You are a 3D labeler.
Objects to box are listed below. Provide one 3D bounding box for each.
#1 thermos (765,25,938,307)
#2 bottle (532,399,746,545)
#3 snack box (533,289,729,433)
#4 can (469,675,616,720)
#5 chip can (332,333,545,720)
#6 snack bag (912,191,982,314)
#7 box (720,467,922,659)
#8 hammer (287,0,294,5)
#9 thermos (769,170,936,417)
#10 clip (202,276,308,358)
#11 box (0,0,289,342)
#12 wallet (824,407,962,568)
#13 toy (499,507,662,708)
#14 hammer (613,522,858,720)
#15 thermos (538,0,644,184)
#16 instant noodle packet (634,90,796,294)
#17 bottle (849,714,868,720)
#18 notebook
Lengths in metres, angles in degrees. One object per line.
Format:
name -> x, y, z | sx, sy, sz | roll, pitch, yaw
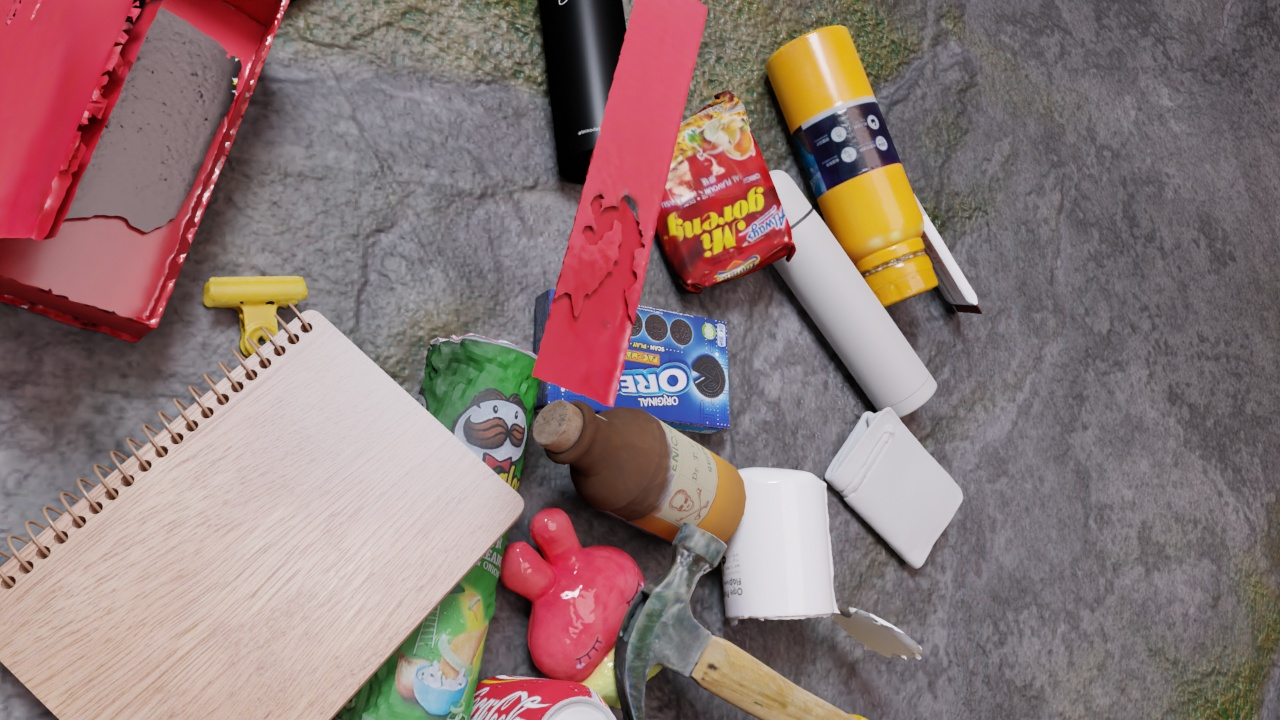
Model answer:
thermos -> 0.188, -0.162, 0.785 | 0.091, 0.076, 0.232 | -19, 86, -38
bottle -> -0.003, 0.067, 0.574 | 0.157, 0.068, 0.067 | 34, 59, -41
snack box -> -0.004, 0.004, 0.642 | 0.150, 0.027, 0.082 | 8, 73, -31
can -> -0.058, 0.207, 0.499 | 0.064, 0.105, 0.064 | 10, 71, -30
chip can -> -0.110, 0.099, 0.517 | 0.075, 0.076, 0.222 | 21, 66, -26
snack bag -> 0.260, -0.109, 0.832 | 0.013, 0.057, 0.158 | -33, 96, 1
box -> 0.125, 0.145, 0.641 | 0.143, 0.083, 0.137 | 4, 75, -19
hammer -> -0.213, -0.251, 0.584 | 0.127, 0.029, 0.322 | 49, 57, -11
thermos -> 0.158, -0.054, 0.747 | 0.052, 0.052, 0.224 | -43, 101, -34
clip -> -0.214, -0.026, 0.515 | 0.053, 0.044, 0.049 | -3, 53, -35
box -> -0.362, -0.194, 0.314 | 0.510, 0.141, 0.215 | 34, 65, -49
wallet -> 0.205, 0.102, 0.749 | 0.086, 0.032, 0.116 | -46, 105, -22
toy -> -0.033, 0.153, 0.568 | 0.091, 0.045, 0.135 | -42, 106, -36
hammer -> 0.126, 0.242, 0.581 | 0.330, 0.033, 0.132 | 35, 76, -14
thermos -> -0.042, -0.248, 0.670 | 0.061, 0.061, 0.231 | 0, 76, -33
instant noodle packet -> 0.053, -0.124, 0.689 | 0.098, 0.040, 0.135 | -22, 89, -5
bottle -> 0.174, 0.294, 0.649 | 0.109, 0.063, 0.063 | 30, 62, -21
notebook -> -0.189, 0.092, 0.452 | 0.169, 0.022, 0.210 | 42, 68, 4
